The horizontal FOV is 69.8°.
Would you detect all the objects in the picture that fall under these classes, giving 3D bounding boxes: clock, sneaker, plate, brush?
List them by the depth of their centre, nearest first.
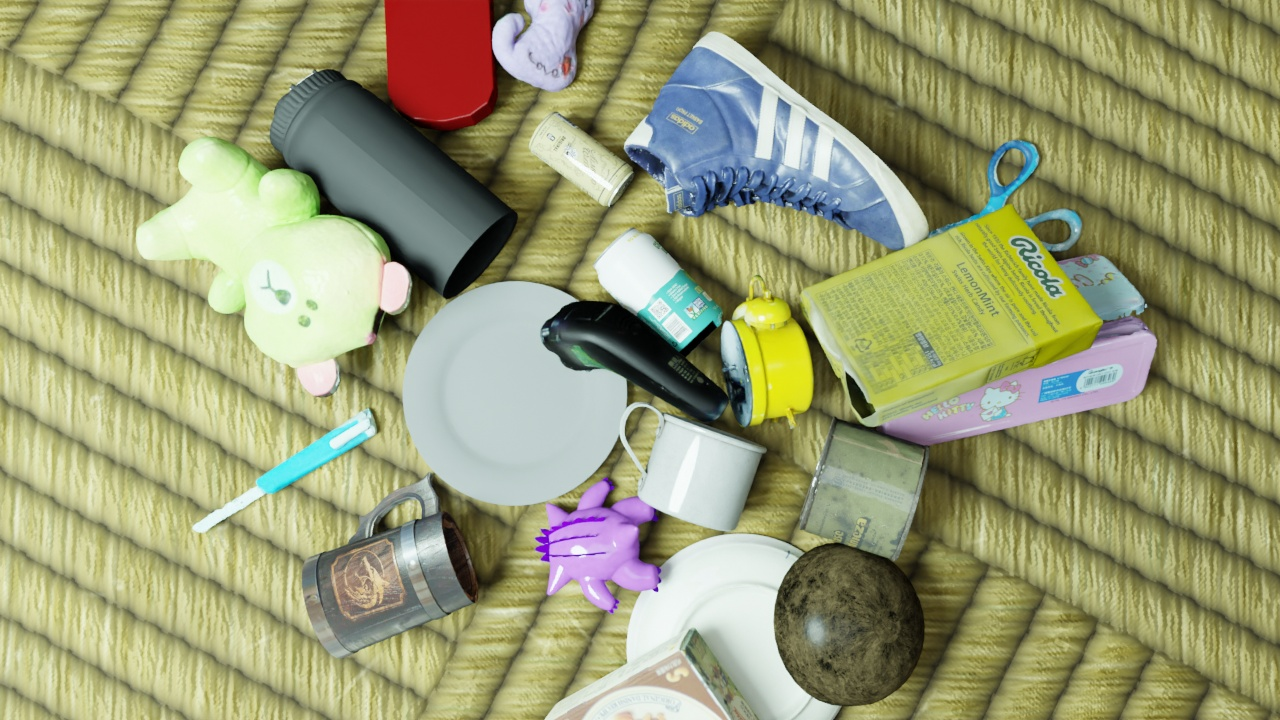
[{"bbox_3d":[0.092,-0.006,0.701,0.057,0.083,0.118,-9,90,-6],"label":"clock"},{"bbox_3d":[0.094,-0.132,0.701,0.233,0.091,0.118,44,84,3],"label":"sneaker"},{"bbox_3d":[0.080,0.228,0.715,0.182,0.034,0.182,0,87,0],"label":"plate"},{"bbox_3d":[-0.158,-0.270,0.733,0.082,0.042,0.173,-3,87,0],"label":"brush"},{"bbox_3d":[-0.100,0.026,0.735,0.178,0.012,0.178,0,87,0],"label":"plate"}]

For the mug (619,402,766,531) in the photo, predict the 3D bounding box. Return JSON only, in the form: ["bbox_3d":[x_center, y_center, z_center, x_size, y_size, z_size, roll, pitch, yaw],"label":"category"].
[{"bbox_3d":[0.032,0.079,0.694,0.113,0.084,0.070,19,90,-11],"label":"mug"}]

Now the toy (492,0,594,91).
[{"bbox_3d":[-0.077,-0.268,0.726,0.080,0.036,0.099,11,90,-36],"label":"toy"}]

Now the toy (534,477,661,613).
[{"bbox_3d":[-0.034,0.141,0.707,0.088,0.056,0.106,-9,64,10],"label":"toy"}]

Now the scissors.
[{"bbox_3d":[0.282,-0.123,0.742,0.140,0.013,0.118,-13,88,1],"label":"scissors"}]

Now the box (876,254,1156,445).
[{"bbox_3d":[0.280,-0.008,0.728,0.214,0.091,0.090,-13,130,0],"label":"box"}]

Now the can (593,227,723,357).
[{"bbox_3d":[0.014,-0.052,0.717,0.055,0.055,0.101,-43,88,-2],"label":"can"}]

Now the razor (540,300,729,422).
[{"bbox_3d":[-0.004,0.004,0.695,0.151,0.053,0.067,32,131,8],"label":"razor"}]

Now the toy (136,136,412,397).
[{"bbox_3d":[-0.268,-0.075,0.696,0.197,0.107,0.150,40,114,-5],"label":"toy"}]

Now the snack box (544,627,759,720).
[{"bbox_3d":[0.021,0.296,0.684,0.143,0.041,0.147,-35,88,21],"label":"snack box"}]

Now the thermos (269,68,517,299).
[{"bbox_3d":[-0.198,-0.144,0.705,0.198,0.086,0.086,40,88,2],"label":"thermos"}]

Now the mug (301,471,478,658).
[{"bbox_3d":[-0.193,0.153,0.704,0.107,0.080,0.115,-21,61,-2],"label":"mug"}]

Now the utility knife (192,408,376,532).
[{"bbox_3d":[-0.285,0.089,0.730,0.167,0.015,0.022,-30,87,-3],"label":"utility knife"}]

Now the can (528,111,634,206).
[{"bbox_3d":[-0.046,-0.159,0.730,0.079,0.038,0.038,37,88,2],"label":"can"}]

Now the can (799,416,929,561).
[{"bbox_3d":[0.166,0.095,0.686,0.074,0.090,0.090,17,87,13],"label":"can"}]

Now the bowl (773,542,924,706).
[{"bbox_3d":[0.165,0.196,0.682,0.121,0.056,0.121,5,75,-22],"label":"bowl"}]

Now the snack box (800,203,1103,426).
[{"bbox_3d":[0.218,-0.031,0.669,0.181,0.045,0.121,-22,58,-3],"label":"snack box"}]
